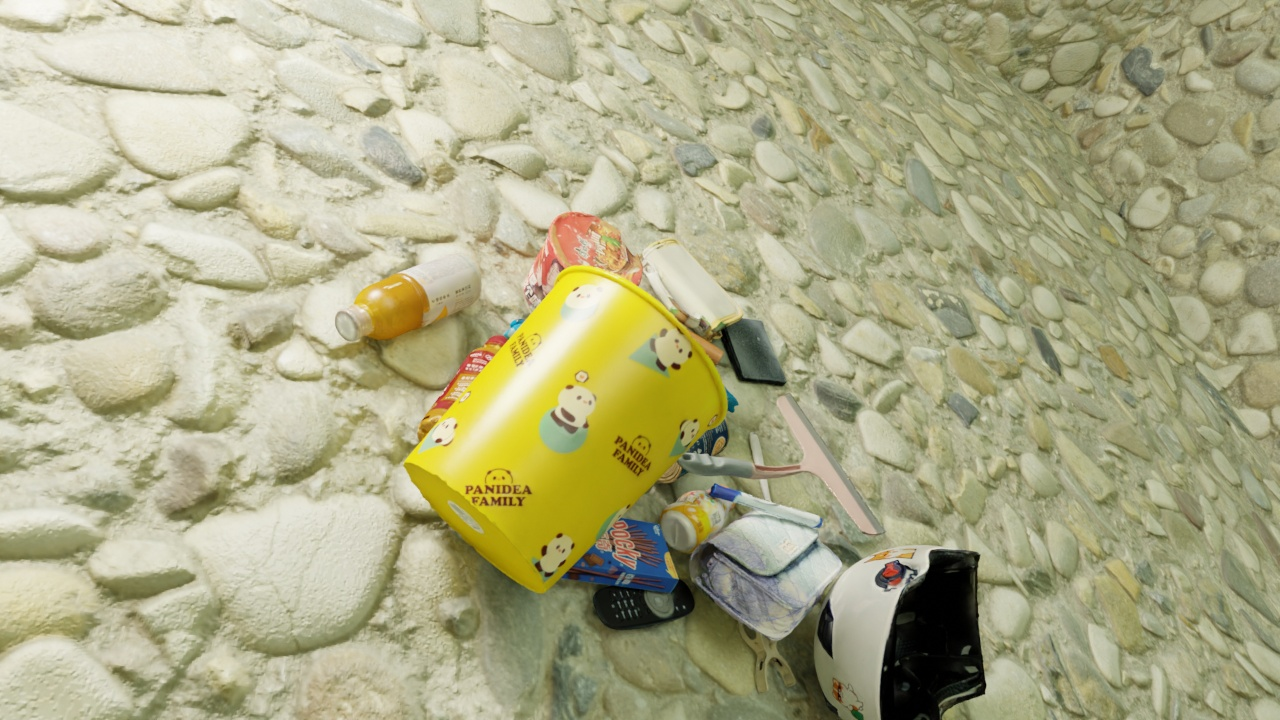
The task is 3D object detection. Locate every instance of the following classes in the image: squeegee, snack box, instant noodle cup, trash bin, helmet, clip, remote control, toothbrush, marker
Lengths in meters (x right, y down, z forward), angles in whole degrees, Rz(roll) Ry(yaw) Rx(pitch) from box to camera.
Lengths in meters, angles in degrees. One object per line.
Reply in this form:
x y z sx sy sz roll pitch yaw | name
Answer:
0.141 0.130 1.133 0.249 0.040 0.247 5 39 -32 | squeegee
-0.039 0.206 1.005 0.157 0.026 0.084 15 31 -27 | snack box
-0.084 -0.110 1.206 0.138 0.109 0.137 23 43 -23 | instant noodle cup
-0.079 0.074 0.914 0.229 0.230 0.254 42 67 0 | trash bin
0.289 0.324 1.073 0.273 0.157 0.230 -23 109 -42 | helmet
0.145 0.330 1.061 0.071 0.035 0.100 6 56 -37 | clip
0.002 0.267 1.004 0.136 0.024 0.053 3 48 -40 | remote control
0.170 0.170 1.237 0.016 0.016 0.179 17 45 -30 | toothbrush
0.152 0.175 1.101 0.145 0.017 0.016 19 44 -13 | marker

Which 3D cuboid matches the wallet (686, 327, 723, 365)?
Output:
0.043 -0.034 1.227 0.130 0.035 0.119 30 3 -4 | wallet

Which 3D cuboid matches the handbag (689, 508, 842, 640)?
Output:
0.152 0.238 1.074 0.134 0.076 0.193 34 20 20 | handbag

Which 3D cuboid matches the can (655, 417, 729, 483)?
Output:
0.052 0.102 1.152 0.075 0.076 0.110 52 39 12 | can

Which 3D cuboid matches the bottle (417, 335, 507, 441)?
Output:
-0.188 0.035 1.031 0.057 0.058 0.174 35 39 -9 | bottle

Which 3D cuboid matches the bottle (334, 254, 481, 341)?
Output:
-0.265 -0.069 1.053 0.068 0.068 0.189 49 40 7 | bottle

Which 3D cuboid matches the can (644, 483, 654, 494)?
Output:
-0.035 0.126 1.069 0.093 0.067 0.066 8 51 -35 | can

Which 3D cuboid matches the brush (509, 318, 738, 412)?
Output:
-0.018 0.012 1.202 0.314 0.061 0.109 9 44 -31 | brush

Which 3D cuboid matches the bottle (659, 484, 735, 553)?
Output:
0.072 0.186 1.105 0.063 0.063 0.108 52 40 11 | bottle

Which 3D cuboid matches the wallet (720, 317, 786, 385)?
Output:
0.170 -0.017 1.405 0.097 0.019 0.120 6 53 -37 | wallet

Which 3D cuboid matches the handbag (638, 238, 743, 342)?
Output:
0.056 -0.094 1.317 0.163 0.063 0.178 47 23 7 | handbag

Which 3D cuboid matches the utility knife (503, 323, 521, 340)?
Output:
-0.077 0.045 1.112 0.238 0.018 0.034 47 25 -16 | utility knife
